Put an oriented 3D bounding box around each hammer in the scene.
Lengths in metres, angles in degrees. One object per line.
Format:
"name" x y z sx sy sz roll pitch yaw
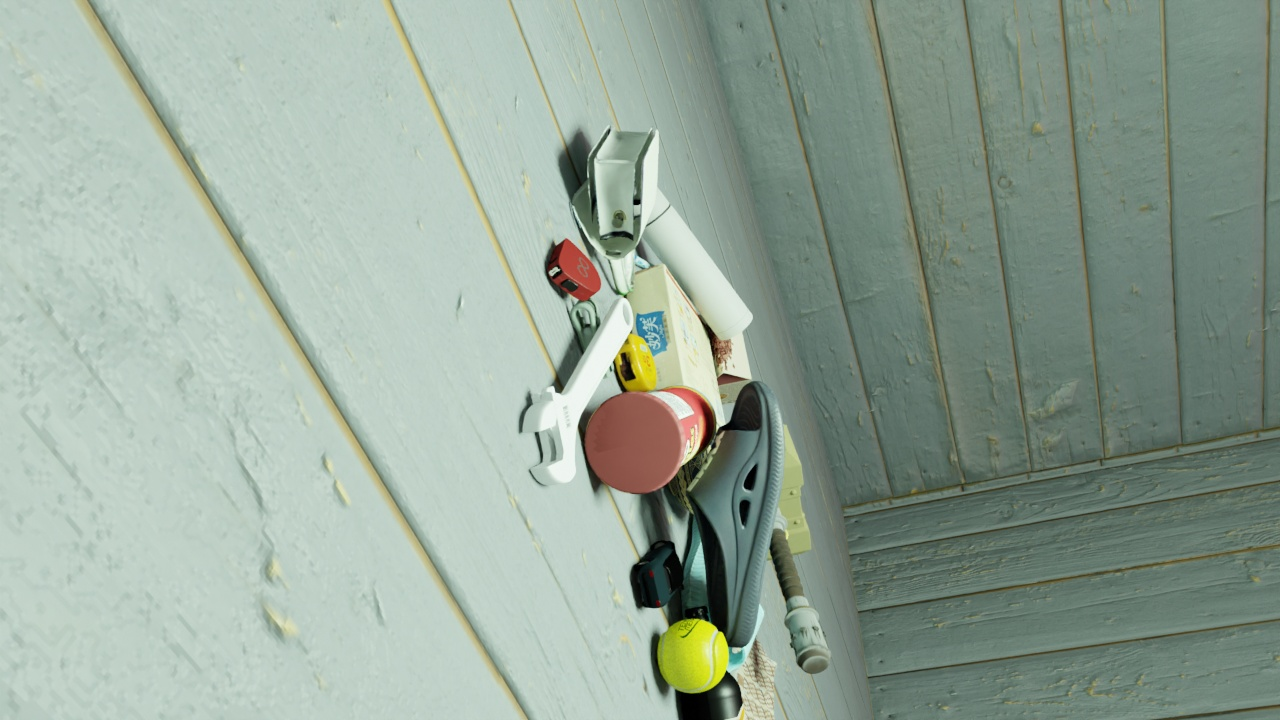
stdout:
"hammer" 0.178 0.248 1.148 0.324 0.101 0.190 -100 178 -56

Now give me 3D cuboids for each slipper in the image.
"slipper" 0.080 0.150 0.911 0.111 0.083 0.268 -152 -112 -78
"slipper" 0.094 0.252 1.042 0.275 0.070 0.116 -77 148 -62

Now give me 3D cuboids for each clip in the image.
"clip" -0.044 -0.020 0.841 0.043 0.023 0.076 -67 143 -70

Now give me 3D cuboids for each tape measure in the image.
"tape measure" -0.006 0.006 0.950 0.068 0.030 0.059 13 64 -71
"tape measure" -0.059 -0.076 0.817 0.051 0.019 0.058 46 25 -22

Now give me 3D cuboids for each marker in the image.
"marker" 0.008 -0.119 1.161 0.141 0.013 0.013 6 71 -75

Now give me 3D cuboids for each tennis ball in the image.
"tennis ball" 0.048 0.271 0.842 0.065 0.065 0.065 -13 89 -76

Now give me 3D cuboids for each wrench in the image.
"wrench" -0.043 0.011 0.768 0.272 0.018 0.066 -64 140 -60

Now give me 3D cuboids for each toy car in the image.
"toy car" 0.022 0.201 0.868 0.112 0.034 0.046 -10 87 -76

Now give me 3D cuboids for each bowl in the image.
"bowl" 0.064 0.129 1.046 0.112 0.061 0.112 -13 89 -76

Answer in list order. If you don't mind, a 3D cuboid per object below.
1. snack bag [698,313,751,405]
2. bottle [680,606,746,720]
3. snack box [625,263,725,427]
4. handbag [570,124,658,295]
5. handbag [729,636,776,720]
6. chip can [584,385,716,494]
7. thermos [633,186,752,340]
"snack bag" 0.114 -0.005 1.290 0.206 0.070 0.094 58 21 -74
"bottle" 0.069 0.330 0.882 0.059 0.059 0.181 36 43 -69
"snack box" 0.044 -0.003 1.100 0.207 0.055 0.153 46 33 -64
"handbag" -0.026 -0.152 0.980 0.151 0.074 0.176 -74 167 -61
"handbag" 0.118 0.389 1.055 0.124 0.047 0.185 61 19 -24
"chip can" 0.017 0.068 0.870 0.213 0.087 0.087 -4 81 -77
"thermos" 0.057 -0.125 1.146 0.224 0.052 0.052 52 22 -17
